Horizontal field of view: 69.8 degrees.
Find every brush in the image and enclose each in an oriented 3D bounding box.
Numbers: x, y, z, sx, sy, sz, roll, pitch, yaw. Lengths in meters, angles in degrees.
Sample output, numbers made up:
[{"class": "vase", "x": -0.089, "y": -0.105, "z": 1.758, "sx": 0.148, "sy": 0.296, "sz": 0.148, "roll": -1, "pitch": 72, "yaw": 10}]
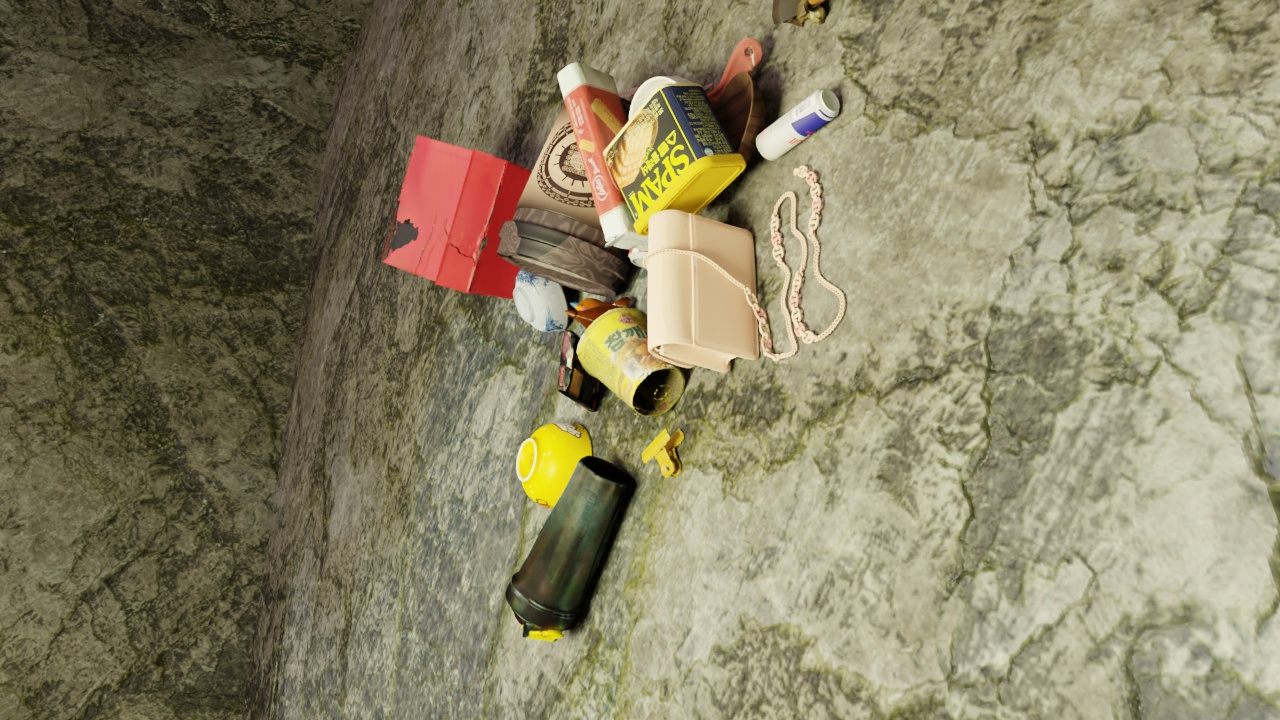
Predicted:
[{"class": "brush", "x": 0.089, "y": -0.303, "z": 1.072, "sx": 0.173, "sy": 0.041, "sz": 0.030, "roll": -51, "pitch": -2, "yaw": 36}]

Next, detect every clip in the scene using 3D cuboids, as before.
[{"class": "clip", "x": 0.026, "y": 0.105, "z": 1.013, "sx": 0.054, "sy": 0.045, "sz": 0.048, "roll": -48, "pitch": 15, "yaw": 36}]

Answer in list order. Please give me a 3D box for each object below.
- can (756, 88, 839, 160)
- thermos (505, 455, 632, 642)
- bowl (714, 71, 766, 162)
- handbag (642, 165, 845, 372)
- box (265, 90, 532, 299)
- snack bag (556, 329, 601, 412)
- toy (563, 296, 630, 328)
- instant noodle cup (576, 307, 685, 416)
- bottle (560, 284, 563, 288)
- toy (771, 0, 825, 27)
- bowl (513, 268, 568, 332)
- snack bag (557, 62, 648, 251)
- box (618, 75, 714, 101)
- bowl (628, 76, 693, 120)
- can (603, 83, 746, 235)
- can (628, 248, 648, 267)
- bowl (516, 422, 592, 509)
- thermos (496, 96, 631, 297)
[{"class": "can", "x": 0.160, "y": -0.240, "z": 0.934, "sx": 0.095, "sy": 0.032, "sz": 0.032, "roll": -29, "pitch": 54, "yaw": 51}, {"class": "thermos", "x": -0.085, "y": 0.225, "z": 1.086, "sx": 0.221, "sy": 0.098, "sz": 0.098, "roll": -64, "pitch": 32, "yaw": 10}, {"class": "bowl", "x": 0.109, "y": -0.254, "z": 1.013, "sx": 0.119, "sy": 0.032, "sz": 0.119, "roll": -168, "pitch": 91, "yaw": -72}, {"class": "handbag", "x": 0.089, "y": -0.101, "z": 0.909, "sx": 0.188, "sy": 0.116, "sz": 0.198, "roll": -30, "pitch": 53, "yaw": 51}, {"class": "box", "x": -0.321, "y": -0.228, "z": 1.369, "sx": 0.107, "sy": 0.409, "sz": 0.211, "roll": 26, "pitch": 101, "yaw": 47}, {"class": "snack bag", "x": -0.072, "y": 0.016, "z": 1.129, "sx": 0.155, "sy": 0.018, "sz": 0.074, "roll": 47, "pitch": -131, "yaw": -72}, {"class": "toy", "x": -0.064, "y": -0.059, "z": 1.163, "sx": 0.090, "sy": 0.102, "sz": 0.071, "roll": 32, "pitch": 107, "yaw": 51}, {"class": "instant noodle cup", "x": -0.006, "y": 0.006, "z": 1.050, "sx": 0.108, "sy": 0.102, "sz": 0.102, "roll": 48, "pitch": 119, "yaw": 45}, {"class": "bottle", "x": -0.117, "y": -0.146, "z": 1.322, "sx": 0.063, "sy": 0.063, "sz": 0.109, "roll": -106, "pitch": 31, "yaw": -41}, {"class": "toy", "x": 0.175, "y": -0.377, "z": 0.944, "sx": 0.076, "sy": 0.062, "sz": 0.100, "roll": -41, "pitch": 11, "yaw": -12}, {"class": "bowl", "x": -0.151, "y": -0.087, "z": 1.313, "sx": 0.114, "sy": 0.045, "sz": 0.114, "roll": 45, "pitch": 149, "yaw": 38}, {"class": "snack bag", "x": -0.036, "y": -0.236, "z": 1.068, "sx": 0.041, "sy": 0.077, "sz": 0.225, "roll": -29, "pitch": 72, "yaw": 37}, {"class": "box", "x": 0.020, "y": -0.332, "z": 1.164, "sx": 0.187, "sy": 0.078, "sz": 0.054, "roll": 11, "pitch": 114, "yaw": 58}, {"class": "bowl", "x": 0.040, "y": -0.273, "z": 1.054, "sx": 0.105, "sy": 0.054, "sz": 0.105, "roll": 19, "pitch": 118, "yaw": 42}, {"class": "can", "x": 0.032, "y": -0.215, "z": 0.985, "sx": 0.136, "sy": 0.075, "sz": 0.104, "roll": -40, "pitch": 71, "yaw": 48}, {"class": "can", "x": 0.019, "y": -0.163, "z": 1.114, "sx": 0.054, "sy": 0.054, "sz": 0.096, "roll": -5, "pitch": 73, "yaw": 58}, {"class": "bowl", "x": -0.121, "y": 0.135, "z": 1.203, "sx": 0.118, "sy": 0.067, "sz": 0.117, "roll": -31, "pitch": 52, "yaw": 50}, {"class": "thermos", "x": -0.070, "y": -0.216, "z": 1.184, "sx": 0.173, "sy": 0.172, "sz": 0.226, "roll": 12, "pitch": 81, "yaw": 60}]
